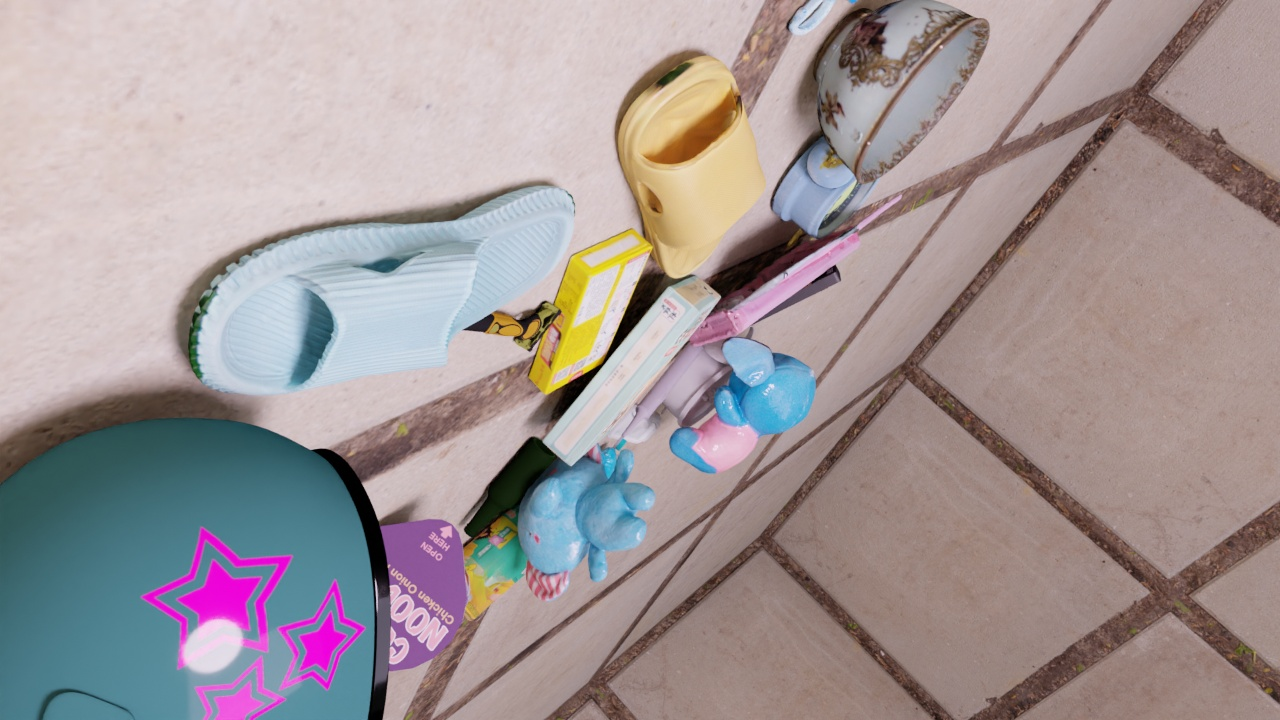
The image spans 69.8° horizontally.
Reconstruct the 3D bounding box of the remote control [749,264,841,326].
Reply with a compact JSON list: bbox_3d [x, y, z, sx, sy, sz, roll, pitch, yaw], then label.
[{"bbox_3d":[0.170,-0.073,1.073,0.134,0.013,0.058,-27,-171,16],"label":"remote control"}]

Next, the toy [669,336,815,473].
[{"bbox_3d":[0.120,0.060,1.090,0.191,0.099,0.224,-40,152,7],"label":"toy"}]

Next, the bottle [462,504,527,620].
[{"bbox_3d":[-0.131,0.198,1.033,0.209,0.068,0.068,-40,161,-19],"label":"bottle"}]

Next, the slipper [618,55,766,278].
[{"bbox_3d":[0.050,-0.130,0.709,0.099,0.078,0.264,-44,163,-11],"label":"slipper"}]

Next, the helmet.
[{"bbox_3d":[-0.250,0.163,0.460,0.199,0.176,0.275,-7,116,-39],"label":"helmet"}]

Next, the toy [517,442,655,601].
[{"bbox_3d":[-0.064,0.154,0.934,0.181,0.114,0.183,-10,-122,52],"label":"toy"}]

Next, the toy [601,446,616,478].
[{"bbox_3d":[-0.068,0.165,1.132,0.092,0.062,0.133,-26,138,-66],"label":"toy"}]

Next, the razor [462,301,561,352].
[{"bbox_3d":[-0.106,-0.028,0.677,0.044,0.021,0.144,-50,160,14],"label":"razor"}]

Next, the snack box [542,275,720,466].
[{"bbox_3d":[-0.005,0.005,0.896,0.194,0.044,0.141,-50,176,16],"label":"snack box"}]

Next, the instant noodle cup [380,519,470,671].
[{"bbox_3d":[-0.203,0.207,0.841,0.136,0.122,0.122,-53,173,-8],"label":"instant noodle cup"}]

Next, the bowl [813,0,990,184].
[{"bbox_3d":[0.205,-0.242,0.782,0.159,0.094,0.160,-41,162,-17],"label":"bowl"}]

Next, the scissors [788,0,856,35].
[{"bbox_3d":[0.154,-0.296,0.682,0.126,0.013,0.125,-44,162,8],"label":"scissors"}]

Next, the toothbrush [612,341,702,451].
[{"bbox_3d":[0.019,0.038,1.029,0.187,0.019,0.018,-49,171,-39],"label":"toothbrush"}]

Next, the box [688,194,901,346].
[{"bbox_3d":[0.172,-0.096,1.009,0.232,0.040,0.180,-34,-176,-32],"label":"box"}]

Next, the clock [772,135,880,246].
[{"bbox_3d":[0.199,-0.191,0.936,0.117,0.060,0.162,-37,163,-25],"label":"clock"}]

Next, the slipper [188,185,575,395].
[{"bbox_3d":[-0.125,-0.036,0.539,0.275,0.069,0.116,-28,159,-45],"label":"slipper"}]

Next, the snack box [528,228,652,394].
[{"bbox_3d":[-0.045,-0.039,0.780,0.075,0.025,0.153,-30,156,-40],"label":"snack box"}]

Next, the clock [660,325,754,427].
[{"bbox_3d":[0.087,0.017,1.142,0.159,0.061,0.120,-44,162,0],"label":"clock"}]

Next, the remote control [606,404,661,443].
[{"bbox_3d":[-0.006,0.081,1.135,0.050,0.022,0.133,-48,162,5],"label":"remote control"}]

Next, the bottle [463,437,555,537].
[{"bbox_3d":[-0.137,0.133,0.938,0.123,0.033,0.033,-48,162,10],"label":"bottle"}]
